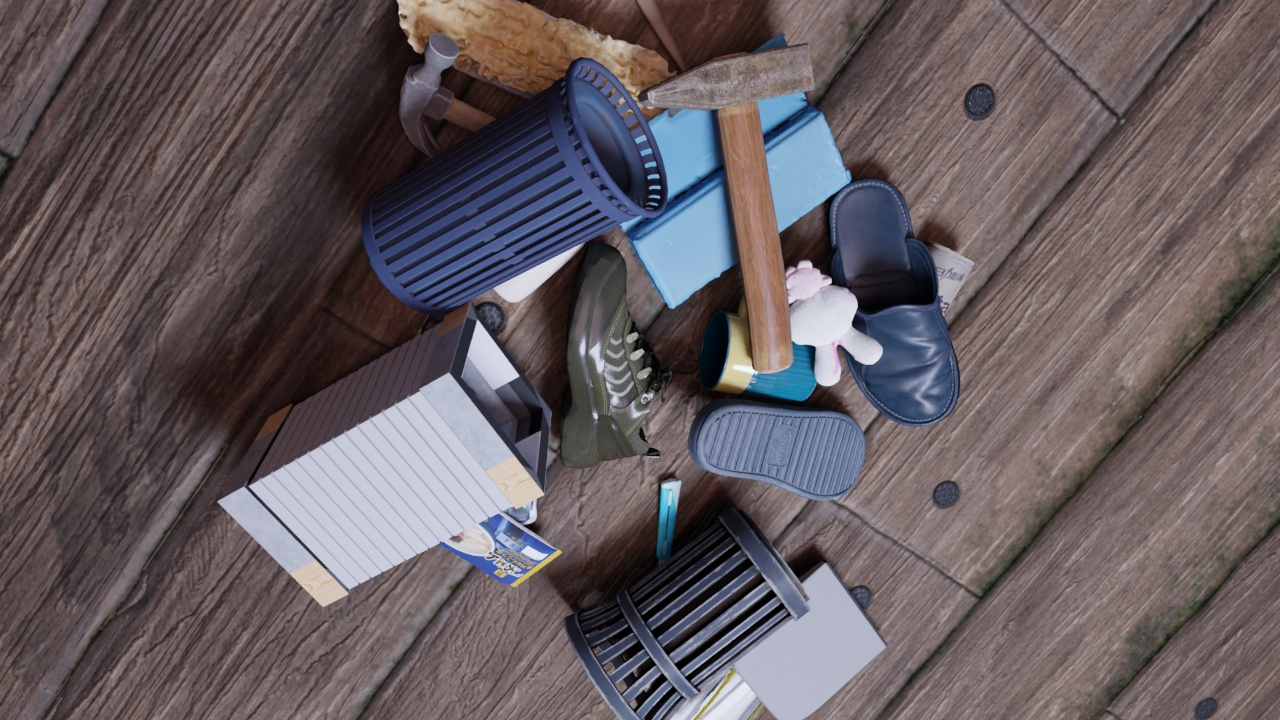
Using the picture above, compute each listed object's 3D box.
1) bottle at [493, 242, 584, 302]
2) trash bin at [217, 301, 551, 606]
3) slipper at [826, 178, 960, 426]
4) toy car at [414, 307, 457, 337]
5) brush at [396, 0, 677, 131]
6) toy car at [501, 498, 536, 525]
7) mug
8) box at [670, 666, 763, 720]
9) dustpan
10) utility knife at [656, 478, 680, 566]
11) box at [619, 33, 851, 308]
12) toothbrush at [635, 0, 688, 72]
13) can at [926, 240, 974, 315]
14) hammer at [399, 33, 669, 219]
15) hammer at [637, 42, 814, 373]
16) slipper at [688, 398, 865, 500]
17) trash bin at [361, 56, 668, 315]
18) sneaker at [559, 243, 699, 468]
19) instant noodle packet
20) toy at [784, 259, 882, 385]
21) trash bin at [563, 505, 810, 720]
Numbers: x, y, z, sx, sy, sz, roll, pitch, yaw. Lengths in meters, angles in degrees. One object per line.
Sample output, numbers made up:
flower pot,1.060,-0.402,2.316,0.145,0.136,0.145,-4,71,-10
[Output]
bottle,-0.085,-0.118,0.892,0.146,0.051,0.051,-39,111,13
trash bin,-0.229,0.087,0.863,0.247,0.142,0.142,-28,116,12
slipper,0.252,-0.054,0.930,0.109,0.083,0.265,-14,96,15
toy car,-0.206,-0.009,0.917,0.048,0.040,0.113,31,113,-18
brush,-0.089,-0.279,0.843,0.271,0.056,0.083,19,102,-16
toy car,-0.131,0.139,0.990,0.038,0.027,0.090,-1,108,-8
mug,0.129,-0.017,0.955,0.107,0.083,0.114,10,107,-13
box,0.109,0.381,1.113,0.129,0.034,0.210,31,101,-26
dustpan,0.158,0.370,1.095,0.257,0.033,0.163,-40,115,-7
utility knife,0.031,0.186,1.042,0.022,0.015,0.117,1,111,-4
box,0.080,-0.181,0.890,0.231,0.033,0.174,-36,121,-5
toothbrush,0.021,-0.313,0.875,0.016,0.016,0.167,-33,109,1
can,0.300,-0.057,0.989,0.054,0.054,0.136,24,103,-17
hammer,-0.070,-0.189,0.875,0.331,0.030,0.120,21,142,-25
hammer,0.100,-0.130,0.863,0.157,0.037,0.301,-14,105,-13
slipper,0.140,0.084,0.988,0.263,0.082,0.101,14,97,-38
trash bin,-0.117,-0.139,0.800,0.250,0.139,0.139,-23,113,26
sneaker,-0.006,0.005,0.924,0.143,0.101,0.238,4,112,-4
instant noodle packet,-0.163,0.193,0.993,0.134,0.026,0.087,38,122,-19
toy,0.182,-0.041,0.914,0.076,0.037,0.125,-31,93,15
trash bin,0.057,0.279,0.999,0.227,0.164,0.164,-37,111,-3
